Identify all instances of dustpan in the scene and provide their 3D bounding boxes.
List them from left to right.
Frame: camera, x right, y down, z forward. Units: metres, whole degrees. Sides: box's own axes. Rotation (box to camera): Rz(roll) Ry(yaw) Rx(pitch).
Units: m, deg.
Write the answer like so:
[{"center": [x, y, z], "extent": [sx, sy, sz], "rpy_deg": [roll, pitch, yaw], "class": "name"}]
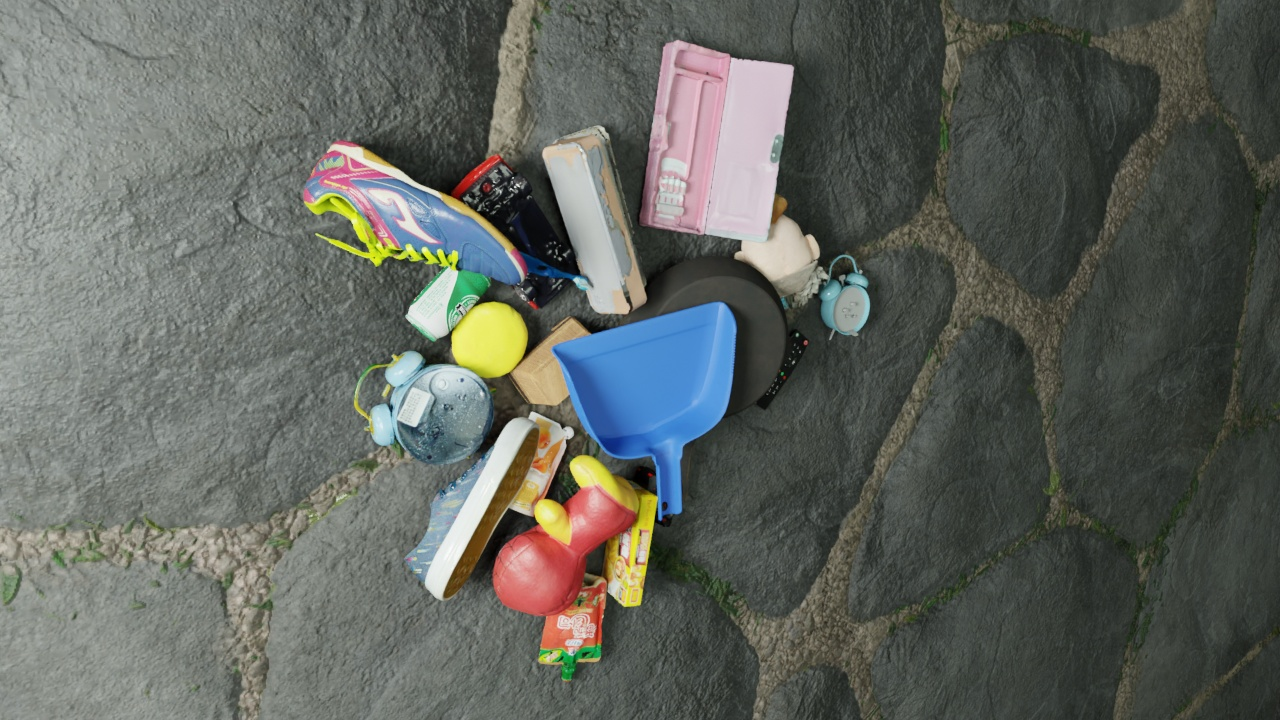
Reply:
[{"center": [0.019, 0.079, 1.147], "extent": [0.245, 0.059, 0.258], "rpy_deg": [-16, 118, -27], "class": "dustpan"}]

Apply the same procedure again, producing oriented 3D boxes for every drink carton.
[{"center": [-0.133, 0.131, 1.156], "extent": [0.069, 0.039, 0.122], "rpy_deg": [28, 80, -31], "class": "drink carton"}]

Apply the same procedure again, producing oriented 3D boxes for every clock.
[{"center": [-0.246, 0.053, 1.051], "extent": [0.162, 0.060, 0.118], "rpy_deg": [25, 87, -32], "class": "clock"}, {"center": [0.303, -0.095, 1.357], "extent": [0.087, 0.042, 0.123], "rpy_deg": [-17, 111, -27], "class": "clock"}]

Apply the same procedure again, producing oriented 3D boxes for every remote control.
[{"center": [0.204, 0.014, 1.342], "extent": [0.039, 0.010, 0.124], "rpy_deg": [37, 81, -32], "class": "remote control"}]

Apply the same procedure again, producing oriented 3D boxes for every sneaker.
[{"center": [-0.237, -0.131, 0.970], "extent": [0.242, 0.116, 0.091], "rpy_deg": [30, 76, -7], "class": "sneaker"}, {"center": [-0.204, 0.164, 1.091], "extent": [0.235, 0.079, 0.087], "rpy_deg": [-61, 164, -4], "class": "sneaker"}]

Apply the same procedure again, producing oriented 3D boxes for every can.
[{"center": [-0.216, -0.073, 1.043], "extent": [0.101, 0.053, 0.053], "rpy_deg": [-50, 121, -12], "class": "can"}]

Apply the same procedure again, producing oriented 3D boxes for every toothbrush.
[{"center": [-0.108, -0.105, 1.070], "extent": [0.132, 0.016, 0.021], "rpy_deg": [17, 125, -44], "class": "toothbrush"}]

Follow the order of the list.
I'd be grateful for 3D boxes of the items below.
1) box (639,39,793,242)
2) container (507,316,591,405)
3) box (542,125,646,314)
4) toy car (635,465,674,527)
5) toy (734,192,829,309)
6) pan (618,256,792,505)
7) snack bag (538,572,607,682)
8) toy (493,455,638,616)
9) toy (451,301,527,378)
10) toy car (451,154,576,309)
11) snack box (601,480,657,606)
[{"center": [0.094, -0.277, 1.182], "extent": [0.179, 0.059, 0.233], "rpy_deg": [8, 98, -15], "class": "box"}, {"center": [-0.098, 0.005, 1.127], "extent": [0.113, 0.061, 0.063], "rpy_deg": [-41, 118, -17], "class": "container"}, {"center": [-0.044, -0.165, 1.104], "extent": [0.094, 0.107, 0.216], "rpy_deg": [-22, 111, -13], "class": "box"}, {"center": [0.016, 0.188, 1.250], "extent": [0.036, 0.042, 0.092], "rpy_deg": [-25, 113, -27], "class": "toy car"}, {"center": [0.179, -0.149, 1.253], "extent": [0.132, 0.076, 0.176], "rpy_deg": [-18, 113, -10], "class": "toy"}, {"center": [0.082, 0.040, 1.226], "extent": [0.248, 0.043, 0.356], "rpy_deg": [7, 106, -17], "class": "pan"}, {"center": [-0.091, 0.362, 1.234], "extent": [0.087, 0.044, 0.155], "rpy_deg": [4, 106, -20], "class": "snack bag"}, {"center": [-0.095, 0.228, 1.147], "extent": [0.216, 0.099, 0.147], "rpy_deg": [-51, 138, -2], "class": "toy"}, {"center": [-0.177, -0.024, 1.084], "extent": [0.094, 0.041, 0.095], "rpy_deg": [-36, 121, -14], "class": "toy"}, {"center": [-0.143, -0.145, 1.070], "extent": [0.081, 0.056, 0.189], "rpy_deg": [-45, 130, -14], "class": "toy car"}, {"center": [-0.017, 0.242, 1.223], "extent": [0.025, 0.075, 0.152], "rpy_deg": [4, 99, -30], "class": "snack box"}]
